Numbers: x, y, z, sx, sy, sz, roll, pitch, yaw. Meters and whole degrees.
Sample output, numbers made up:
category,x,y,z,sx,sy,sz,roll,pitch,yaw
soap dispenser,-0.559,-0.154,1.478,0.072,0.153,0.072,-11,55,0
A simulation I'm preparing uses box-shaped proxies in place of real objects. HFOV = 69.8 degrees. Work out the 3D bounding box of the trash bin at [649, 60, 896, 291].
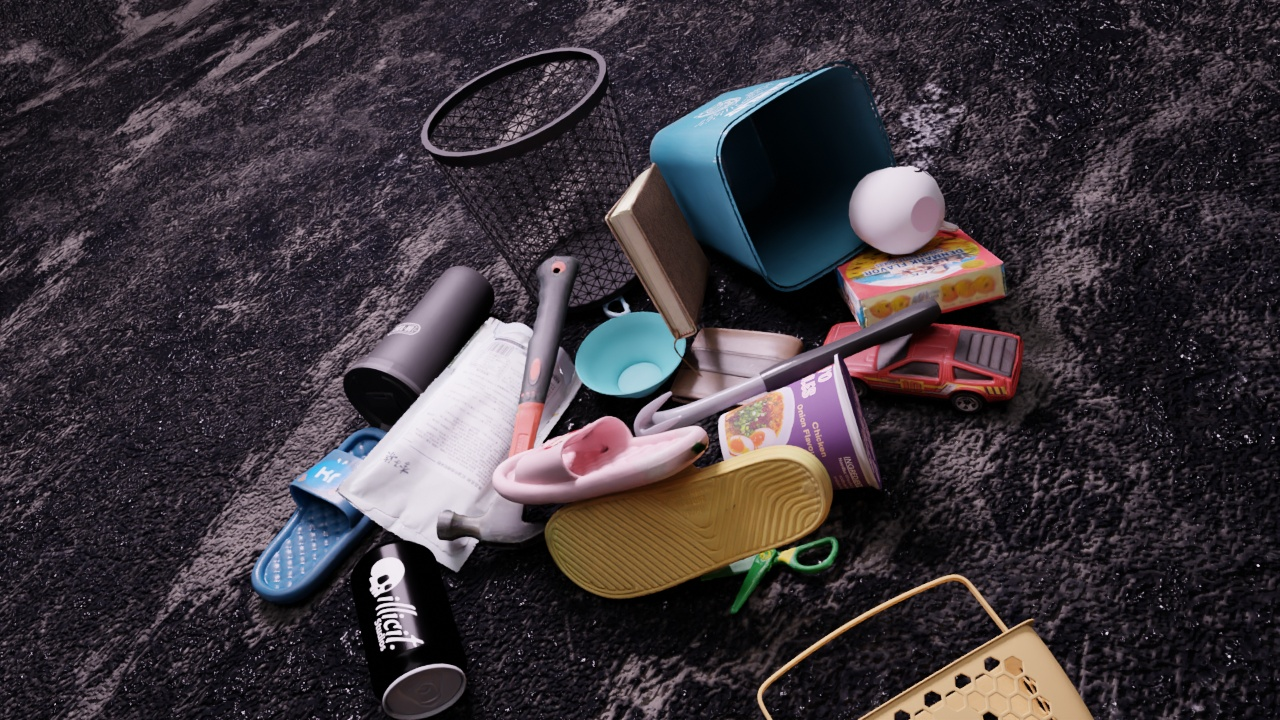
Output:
category,x,y,z,sx,sy,sz,roll,pitch,yaw
trash bin,0.136,-0.212,1.038,0.196,0.199,0.219,-33,25,-14

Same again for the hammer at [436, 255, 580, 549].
category,x,y,z,sx,sy,sz,roll,pitch,yaw
hammer,-0.110,0.032,0.952,0.133,0.033,0.332,5,63,6

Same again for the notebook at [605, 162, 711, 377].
category,x,y,z,sx,sy,sz,roll,pitch,yaw
notebook,0.036,-0.105,0.995,0.034,0.190,0.215,-24,17,18

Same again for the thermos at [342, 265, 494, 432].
category,x,y,z,sx,sy,sz,roll,pitch,yaw
thermos,-0.249,-0.018,1.073,0.106,0.106,0.218,4,44,23

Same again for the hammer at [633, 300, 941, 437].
category,x,y,z,sx,sy,sz,roll,pitch,yaw
hammer,0.137,0.011,0.871,0.311,0.125,0.029,-23,75,3

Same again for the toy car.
category,x,y,z,sx,sy,sz,roll,pitch,yaw
toy car,0.271,-0.001,0.900,0.190,0.056,0.081,5,47,28

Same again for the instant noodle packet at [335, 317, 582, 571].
category,x,y,z,sx,sy,sz,roll,pitch,yaw
instant noodle packet,-0.177,0.077,0.972,0.147,0.057,0.268,30,59,6

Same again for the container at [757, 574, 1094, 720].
category,x,y,z,sx,sy,sz,roll,pitch,yaw
container,0.193,0.248,0.630,0.183,0.129,0.167,-27,53,-7

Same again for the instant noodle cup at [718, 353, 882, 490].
category,x,y,z,sx,sy,sz,roll,pitch,yaw
instant noodle cup,0.139,0.068,0.834,0.122,0.137,0.121,-17,34,16

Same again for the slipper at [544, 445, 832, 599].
category,x,y,z,sx,sy,sz,roll,pitch,yaw
slipper,0.044,0.138,0.810,0.264,0.099,0.078,-21,2,22

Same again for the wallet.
category,x,y,z,sx,sy,sz,roll,pitch,yaw
wallet,0.102,0.011,0.968,0.121,0.027,0.098,8,53,27

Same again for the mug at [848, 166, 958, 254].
category,x,y,z,sx,sy,sz,roll,pitch,yaw
mug,0.282,-0.152,0.956,0.123,0.090,0.076,12,9,-28

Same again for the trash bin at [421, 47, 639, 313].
category,x,y,z,sx,sy,sz,roll,pitch,yaw
trash bin,-0.102,-0.199,1.077,0.217,0.243,0.216,-14,40,12

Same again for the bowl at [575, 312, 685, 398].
category,x,y,z,sx,sy,sz,roll,pitch,yaw
bowl,-0.006,0.006,0.995,0.121,0.046,0.121,-10,45,10

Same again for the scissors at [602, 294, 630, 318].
category,x,y,z,sx,sy,sz,roll,pitch,yaw
scissors,-0.027,-0.093,1.127,0.125,0.013,0.129,-19,40,5

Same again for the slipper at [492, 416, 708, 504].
category,x,y,z,sx,sy,sz,roll,pitch,yaw
slipper,-0.038,0.084,0.818,0.222,0.056,0.106,-11,12,36

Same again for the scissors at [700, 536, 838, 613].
category,x,y,z,sx,sy,sz,roll,pitch,yaw
scissors,0.109,0.169,0.819,0.130,0.012,0.116,-18,41,5

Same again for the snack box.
category,x,y,z,sx,sy,sz,roll,pitch,yaw
snack box,0.284,-0.087,0.954,0.143,0.040,0.144,-14,22,6

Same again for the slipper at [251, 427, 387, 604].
category,x,y,z,sx,sy,sz,roll,pitch,yaw
slipper,-0.325,0.154,0.957,0.104,0.059,0.213,10,53,25

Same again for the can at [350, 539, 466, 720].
category,x,y,z,sx,sy,sz,roll,pitch,yaw
can,-0.207,0.236,0.817,0.080,0.080,0.146,-26,44,-7
